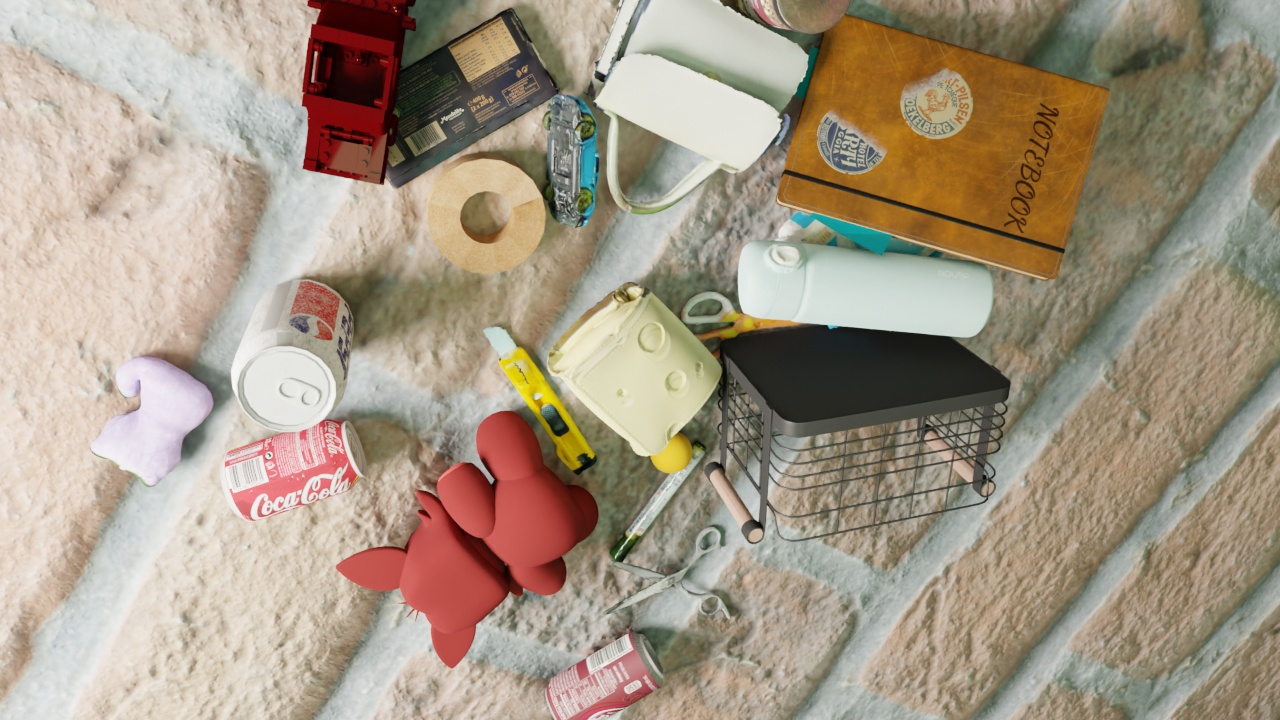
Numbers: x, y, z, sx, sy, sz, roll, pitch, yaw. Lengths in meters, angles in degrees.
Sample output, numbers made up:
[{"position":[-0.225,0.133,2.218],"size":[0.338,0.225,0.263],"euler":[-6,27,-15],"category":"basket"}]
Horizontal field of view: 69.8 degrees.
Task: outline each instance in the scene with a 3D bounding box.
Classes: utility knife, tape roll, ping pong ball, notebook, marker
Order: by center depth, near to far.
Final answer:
[{"position":[0.232,-0.167,0.740],"size":[0.249,0.014,0.178],"euler":[16,89,0],"category":"notebook"},{"position":[-0.125,-0.119,0.742],"size":[0.094,0.027,0.094],"euler":[-5,114,-12],"category":"tape roll"},{"position":[-0.091,0.037,0.830],"size":[0.030,0.017,0.175],"euler":[-35,114,-8],"category":"utility knife"},{"position":[0.029,0.086,0.865],"size":[0.040,0.040,0.040],"euler":[-5,114,-12],"category":"ping pong ball"},{"position":[0.017,0.139,0.899],"size":[0.017,0.017,0.146],"euler":[31,103,-24],"category":"marker"}]

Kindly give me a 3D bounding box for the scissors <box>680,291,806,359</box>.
[{"position":[0.098,-0.042,0.843],"size":[0.131,0.012,0.074],"euler":[-15,118,-7],"category":"scissors"}]

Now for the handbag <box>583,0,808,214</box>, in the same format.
[{"position":[0.032,-0.193,0.724],"size":[0.151,0.074,0.176],"euler":[21,107,-22],"category":"handbag"}]

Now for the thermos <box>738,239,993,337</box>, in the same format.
[{"position":[0.182,-0.060,0.759],"size":[0.206,0.065,0.078],"euler":[5,155,-9],"category":"thermos"}]

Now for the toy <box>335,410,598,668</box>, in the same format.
[{"position":[-0.141,0.160,0.813],"size":[0.197,0.120,0.158],"euler":[-40,120,-6],"category":"toy"}]

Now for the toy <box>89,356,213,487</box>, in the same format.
[{"position":[-0.398,0.046,0.743],"size":[0.080,0.036,0.100],"euler":[38,95,-15],"category":"toy"}]

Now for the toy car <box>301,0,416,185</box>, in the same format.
[{"position":[-0.201,-0.213,0.650],"size":[0.070,0.062,0.170],"euler":[10,103,-10],"category":"toy car"}]

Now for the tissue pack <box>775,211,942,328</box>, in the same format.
[{"position":[0.220,-0.129,0.807],"size":[0.209,0.066,0.117],"euler":[-42,115,8],"category":"tissue pack"}]

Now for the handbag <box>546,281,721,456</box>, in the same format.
[{"position":[-0.005,0.005,0.798],"size":[0.111,0.081,0.119],"euler":[-45,113,4],"category":"handbag"}]

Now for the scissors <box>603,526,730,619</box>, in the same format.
[{"position":[0.038,0.233,0.941],"size":[0.141,0.014,0.171],"euler":[-43,121,-3],"category":"scissors"}]

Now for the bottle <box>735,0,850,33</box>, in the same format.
[{"position":[0.111,-0.278,0.688],"size":[0.056,0.105,0.056],"euler":[-5,115,-12],"category":"bottle"}]

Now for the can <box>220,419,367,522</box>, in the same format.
[{"position":[-0.290,0.091,0.773],"size":[0.104,0.064,0.064],"euler":[-18,116,-6],"category":"can"}]

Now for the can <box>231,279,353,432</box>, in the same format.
[{"position":[-0.261,-0.006,0.697],"size":[0.078,0.136,0.078],"euler":[-5,114,-12],"category":"can"}]

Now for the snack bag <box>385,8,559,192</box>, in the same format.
[{"position":[-0.145,-0.200,0.706],"size":[0.155,0.018,0.074],"euler":[-30,116,-1],"category":"snack bag"}]

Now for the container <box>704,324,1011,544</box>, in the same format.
[{"position":[0.189,0.059,0.820],"size":[0.241,0.162,0.130],"euler":[-8,118,-13],"category":"container"}]

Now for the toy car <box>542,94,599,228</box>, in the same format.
[{"position":[-0.052,-0.159,0.731],"size":[0.032,0.048,0.105],"euler":[-22,126,-36],"category":"toy car"}]

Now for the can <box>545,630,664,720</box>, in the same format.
[{"position":[-0.036,0.332,0.946],"size":[0.114,0.063,0.063],"euler":[-31,117,0],"category":"can"}]
